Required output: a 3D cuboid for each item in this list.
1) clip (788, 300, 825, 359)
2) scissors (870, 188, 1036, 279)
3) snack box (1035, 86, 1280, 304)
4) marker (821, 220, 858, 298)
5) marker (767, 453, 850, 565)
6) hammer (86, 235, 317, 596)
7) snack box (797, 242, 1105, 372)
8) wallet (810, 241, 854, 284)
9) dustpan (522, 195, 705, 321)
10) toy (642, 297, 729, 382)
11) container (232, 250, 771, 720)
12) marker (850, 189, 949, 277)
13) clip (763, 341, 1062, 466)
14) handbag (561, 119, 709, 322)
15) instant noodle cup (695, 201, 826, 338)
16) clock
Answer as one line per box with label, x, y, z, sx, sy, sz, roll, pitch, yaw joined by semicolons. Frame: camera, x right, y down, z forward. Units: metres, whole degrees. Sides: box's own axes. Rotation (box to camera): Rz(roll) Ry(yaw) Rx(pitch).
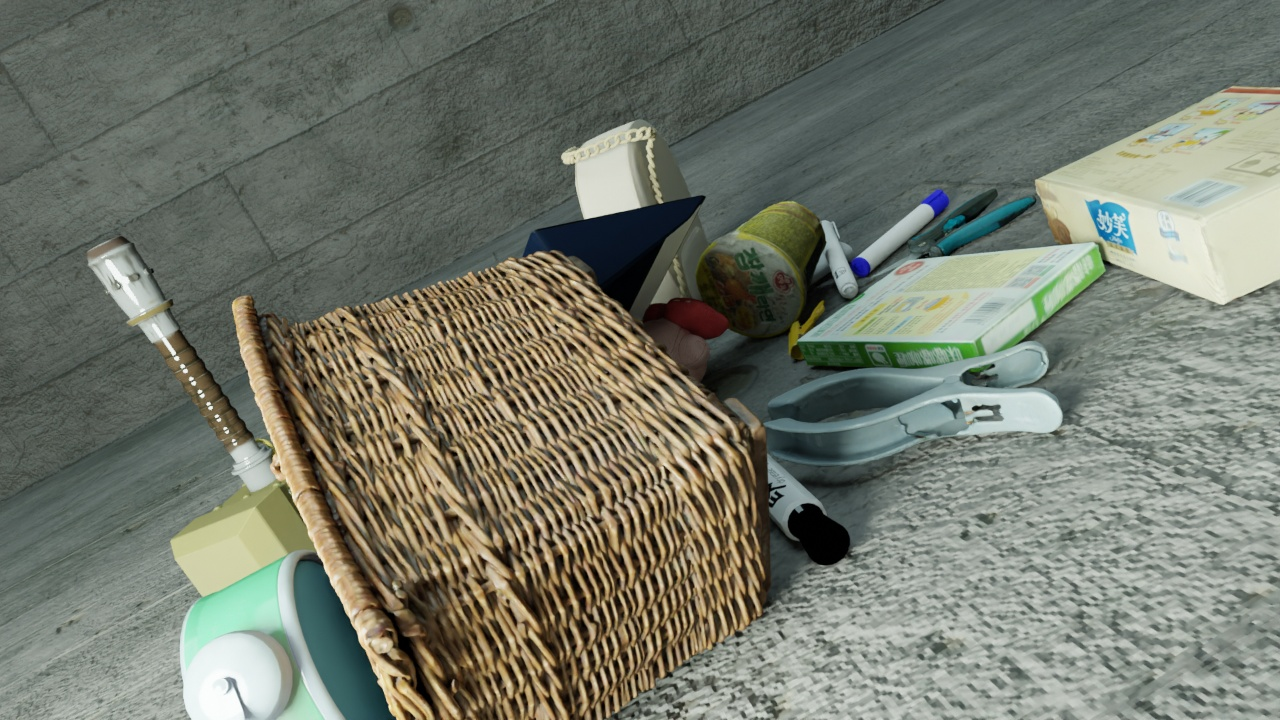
clip;0.141;-0.021;0.734;0.046;0.035;0.052;-41;9;22
scissors;0.270;-0.110;0.789;0.122;0.019;0.148;-7;31;41
snack box;0.368;-0.112;0.574;0.153;0.055;0.207;-26;16;7
marker;0.180;-0.094;0.838;0.020;0.017;0.133;-28;29;17
marker;0.081;0.079;0.503;0.025;0.025;0.126;-29;16;-4
hammer;-0.379;0.041;0.816;0.101;0.325;0.189;-21;17;20
snack box;0.211;-0.036;0.644;0.131;0.027;0.168;-34;17;-23
wallet;0.143;-0.086;0.898;0.116;0.032;0.086;-31;19;-14
dustpan;-0.068;0.002;0.731;0.272;0.080;0.237;-19;-29;-36
toy;-0.005;0.004;0.767;0.124;0.097;0.131;1;57;59
container;-0.064;0.058;0.449;0.183;0.162;0.250;-24;41;-19
marker;0.245;-0.121;0.860;0.141;0.020;0.020;-37;19;-31
clip;0.146;0.034;0.508;0.163;0.028;0.107;-14;22;20
handbag;0.014;-0.149;0.979;0.103;0.208;0.210;-18;18;20
instant noodle cup;0.115;-0.089;0.814;0.102;0.102;0.108;-14;24;38
clock;-0.176;0.169;0.456;0.075;0.122;0.161;-28;12;-5
